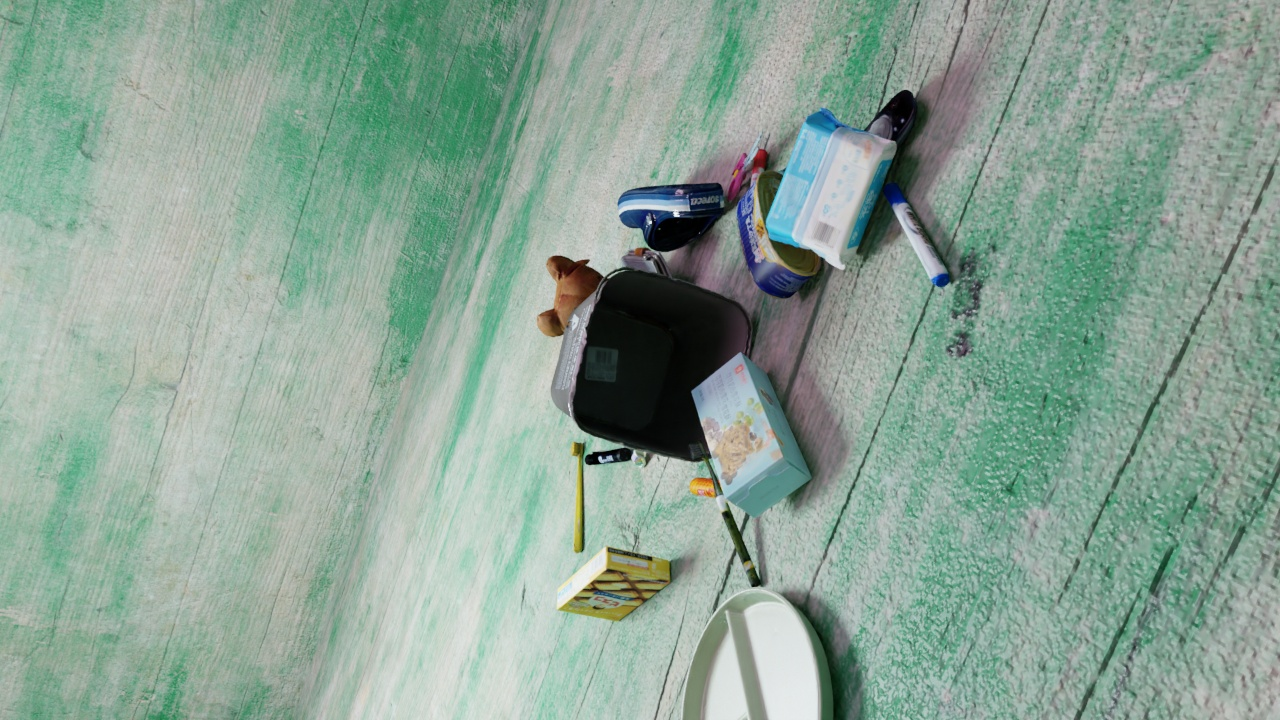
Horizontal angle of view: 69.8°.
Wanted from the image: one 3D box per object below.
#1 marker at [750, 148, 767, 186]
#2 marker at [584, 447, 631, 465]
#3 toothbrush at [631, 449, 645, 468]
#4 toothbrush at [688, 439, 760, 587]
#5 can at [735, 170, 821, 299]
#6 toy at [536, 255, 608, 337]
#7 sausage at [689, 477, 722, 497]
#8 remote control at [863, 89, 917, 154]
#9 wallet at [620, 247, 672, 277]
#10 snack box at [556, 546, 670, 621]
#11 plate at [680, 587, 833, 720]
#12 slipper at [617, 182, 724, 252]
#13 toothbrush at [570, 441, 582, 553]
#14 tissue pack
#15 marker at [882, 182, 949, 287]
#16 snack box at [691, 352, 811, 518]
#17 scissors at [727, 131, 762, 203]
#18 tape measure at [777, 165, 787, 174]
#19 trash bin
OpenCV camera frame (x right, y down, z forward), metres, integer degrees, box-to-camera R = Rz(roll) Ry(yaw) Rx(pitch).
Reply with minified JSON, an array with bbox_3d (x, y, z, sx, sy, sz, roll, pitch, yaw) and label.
[{"bbox_3d":[0.142,-0.197,1.141,0.017,0.017,0.145,-24,53,60],"label":"marker"},{"bbox_3d":[-0.048,0.139,1.329,0.022,0.020,0.132,-50,13,-24],"label":"marker"},{"bbox_3d":[-0.013,0.076,1.294,0.189,0.020,0.029,-101,-6,-50],"label":"toothbrush"},{"bbox_3d":[0.087,0.159,0.973,0.012,0.017,0.185,99,157,-47],"label":"toothbrush"},{"bbox_3d":[0.150,-0.139,1.008,0.049,0.074,0.148,-49,39,46],"label":"can"},{"bbox_3d":[-0.075,-0.076,1.327,0.131,0.199,0.140,11,90,28],"label":"toy"},{"bbox_3d":[0.095,0.142,1.004,0.165,0.021,0.021,-9,66,65],"label":"sausage"},{"bbox_3d":[0.236,-0.212,0.931,0.137,0.024,0.053,-51,35,38],"label":"remote control"},{"bbox_3d":[0.018,-0.109,1.287,0.130,0.037,0.106,20,131,67],"label":"wallet"},{"bbox_3d":[-0.035,0.275,1.120,0.141,0.087,0.033,-47,34,45],"label":"snack box"},{"bbox_3d":[0.104,0.328,0.850,0.231,0.027,0.229,-45,36,47],"label":"plate"},{"bbox_3d":[0.048,-0.197,1.262,0.253,0.105,0.095,-163,70,-70],"label":"slipper"},{"bbox_3d":[-0.097,0.204,1.395,0.016,0.016,0.189,-50,32,43],"label":"toothbrush"},{"bbox_3d":[0.188,-0.169,0.907,0.090,0.063,0.140,28,114,24],"label":"tissue pack"},{"bbox_3d":[0.252,-0.117,0.841,0.017,0.017,0.145,-55,29,35],"label":"marker"},{"bbox_3d":[0.111,0.074,0.954,0.074,0.051,0.174,-41,35,19],"label":"snack box"},{"bbox_3d":[0.136,-0.258,1.159,0.138,0.017,0.076,116,170,-66],"label":"scissors"},{"bbox_3d":[0.164,-0.198,1.083,0.055,0.025,0.058,-9,67,66],"label":"tape measure"},{"bbox_3d":[-0.007,0.006,1.127,0.220,0.198,0.199,179,107,-72],"label":"trash bin"}]
